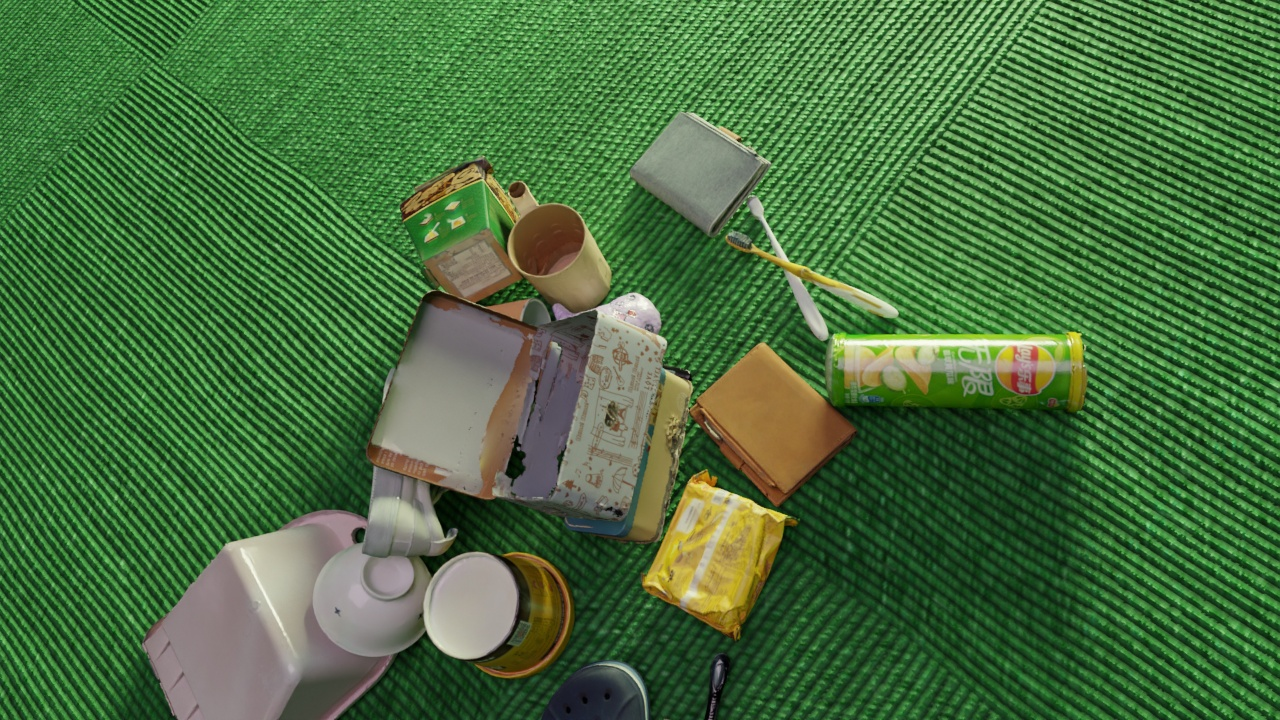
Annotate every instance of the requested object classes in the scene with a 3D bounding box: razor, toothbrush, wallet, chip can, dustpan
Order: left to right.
[{"bbox_3d":[-0.365,0.292,0.952,0.274,0.138,0.222,-50,64,25],"label":"dustpan"},{"bbox_3d":[0.066,-0.207,1.000,0.130,0.037,0.106,41,92,30],"label":"wallet"},{"bbox_3d":[0.058,0.330,0.809,0.043,0.022,0.142,12,74,4],"label":"razor"},{"bbox_3d":[0.125,0.060,0.887,0.107,0.031,0.132,-42,64,-5],"label":"wallet"},{"bbox_3d":[0.151,-0.096,0.948,0.016,0.016,0.180,-26,68,7],"label":"toothbrush"},{"bbox_3d":[0.171,-0.088,0.923,0.191,0.018,0.016,27,73,15],"label":"toothbrush"},{"bbox_3d":[0.282,0.010,0.838,0.221,0.072,0.072,1,70,16],"label":"chip can"}]

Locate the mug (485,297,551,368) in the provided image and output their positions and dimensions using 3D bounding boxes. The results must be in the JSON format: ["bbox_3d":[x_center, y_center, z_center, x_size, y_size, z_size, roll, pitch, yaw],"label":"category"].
[{"bbox_3d":[-0.163,-0.024,0.978,0.123,0.078,0.078,-3,69,20],"label":"mug"}]

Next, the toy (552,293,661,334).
[{"bbox_3d":[-0.031,-0.036,0.954,0.108,0.039,0.083,-19,68,-12],"label":"toy"}]

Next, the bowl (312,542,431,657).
[{"bbox_3d":[-0.248,0.216,0.882,0.118,0.065,0.118,15,50,-18],"label":"bowl"}]

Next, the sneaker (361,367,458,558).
[{"bbox_3d":[-0.223,0.096,0.925,0.090,0.090,0.241,9,38,-18],"label":"sneaker"}]

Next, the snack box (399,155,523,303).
[{"bbox_3d":[-0.181,-0.126,0.980,0.117,0.118,0.105,-27,46,5],"label":"snack box"}]

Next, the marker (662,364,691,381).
[{"bbox_3d":[-0.006,0.006,0.952,0.124,0.015,0.018,12,76,20],"label":"marker"}]

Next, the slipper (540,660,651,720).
[{"bbox_3d":[-0.050,0.388,0.782,0.105,0.095,0.252,-2,73,12],"label":"slipper"}]

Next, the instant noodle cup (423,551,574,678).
[{"bbox_3d":[-0.134,0.232,0.850,0.118,0.114,0.118,-5,69,13],"label":"instant noodle cup"}]

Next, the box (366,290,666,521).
[{"bbox_3d":[-0.107,0.035,0.822,0.226,0.157,0.180,20,74,-14],"label":"box"}]

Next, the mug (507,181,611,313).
[{"bbox_3d":[-0.092,-0.119,0.974,0.084,0.103,0.124,-33,65,2],"label":"mug"}]

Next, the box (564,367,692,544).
[{"bbox_3d":[-0.012,0.095,0.883,0.090,0.059,0.184,-6,63,43],"label":"box"}]

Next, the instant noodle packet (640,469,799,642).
[{"bbox_3d":[0.073,0.177,0.851,0.111,0.044,0.128,23,76,24],"label":"instant noodle packet"}]

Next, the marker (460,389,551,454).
[{"bbox_3d":[-0.137,0.064,0.966,0.131,0.018,0.022,-30,51,3],"label":"marker"}]
